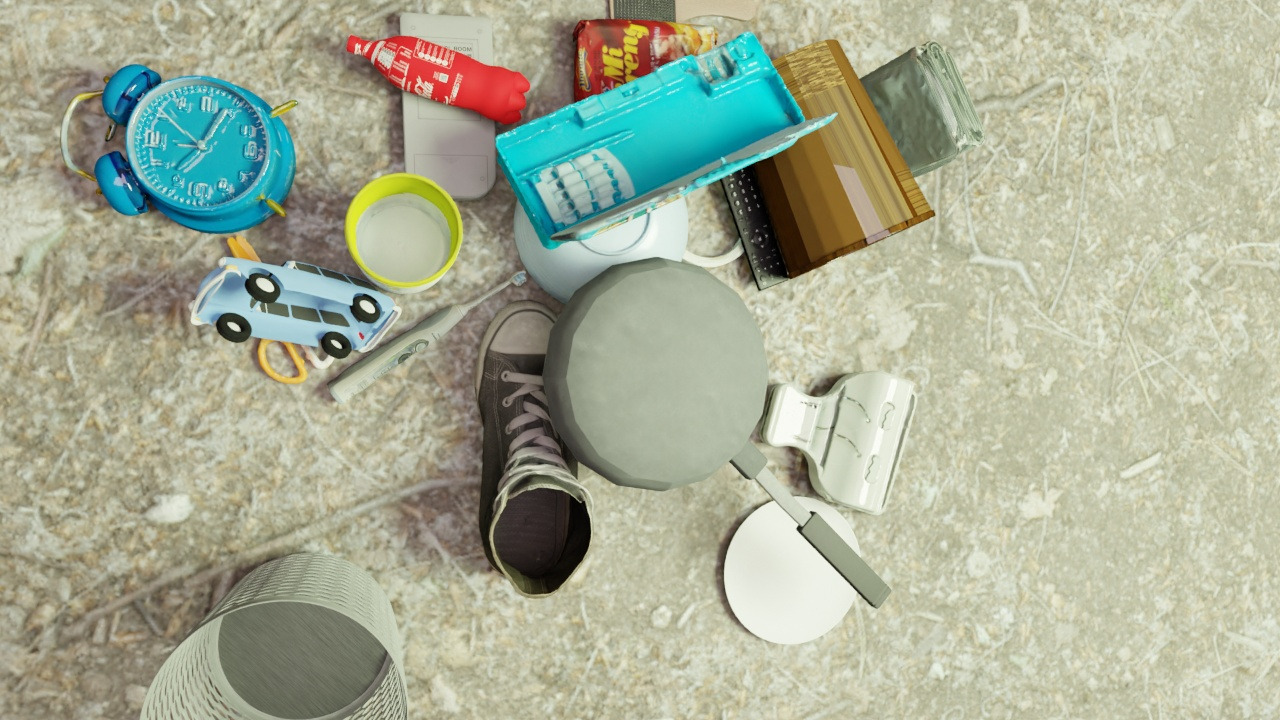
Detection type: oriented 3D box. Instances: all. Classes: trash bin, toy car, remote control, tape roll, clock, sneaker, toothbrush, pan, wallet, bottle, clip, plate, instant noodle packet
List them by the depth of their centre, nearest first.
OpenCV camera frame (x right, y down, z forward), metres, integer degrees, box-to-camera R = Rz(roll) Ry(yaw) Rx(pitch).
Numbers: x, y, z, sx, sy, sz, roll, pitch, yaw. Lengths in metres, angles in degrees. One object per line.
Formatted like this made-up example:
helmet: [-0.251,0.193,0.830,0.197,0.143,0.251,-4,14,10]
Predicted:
trash bin: [-0.247,0.225,0.654,0.156,0.183,0.156,0,91,-15]
toy car: [-0.256,-0.043,0.684,0.056,0.153,0.054,-44,58,24]
clock: [-0.343,-0.158,0.688,0.161,0.060,0.117,3,90,-13]
pan: [0.079,0.072,0.704,0.357,0.041,0.178,46,77,-14]
bottle: [-0.159,-0.226,0.723,0.141,0.042,0.042,16,87,-14]
sneaker: [-0.085,0.066,0.728,0.095,0.120,0.234,6,86,-15]
toothbrush: [-0.173,-0.024,0.754,0.185,0.022,0.024,-34,59,-12]
remote control: [-0.158,-0.207,0.757,0.074,0.019,0.151,-2,90,-14]
instant noodle packet: [0.007,-0.242,0.790,0.135,0.040,0.098,-3,98,-15]
wallet: [0.231,-0.211,0.799,0.054,0.132,0.100,-32,99,-16]
remote control: [0.095,-0.132,0.812,0.030,0.009,0.140,-21,96,-13]
tape roll: [0.059,-0.129,0.816,0.093,0.013,0.093,0,91,-14]
clip: [0.185,0.066,0.819,0.151,0.105,0.126,20,83,-24]
plate: [0.139,0.191,0.841,0.134,0.011,0.134,0,91,-14]

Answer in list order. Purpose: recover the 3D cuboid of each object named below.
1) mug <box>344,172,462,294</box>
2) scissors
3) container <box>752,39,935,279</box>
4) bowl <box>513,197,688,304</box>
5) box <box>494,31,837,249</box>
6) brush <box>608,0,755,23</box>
mug: [-0.182,-0.094,0.707,0.082,0.106,0.082,0,90,-15]
scissors: [-0.288,-0.045,0.728,0.065,0.013,0.128,-26,98,-14]
container: [0.157,-0.173,0.788,0.132,0.132,0.167,-24,90,-13]
bowl: [-0.029,-0.116,0.754,0.150,0.075,0.150,0,90,-7]
box: [0.025,-0.151,0.682,0.227,0.171,0.084,-26,137,-12]
brush: [0.039,-0.315,0.808,0.135,0.015,0.050,-2,92,-14]
